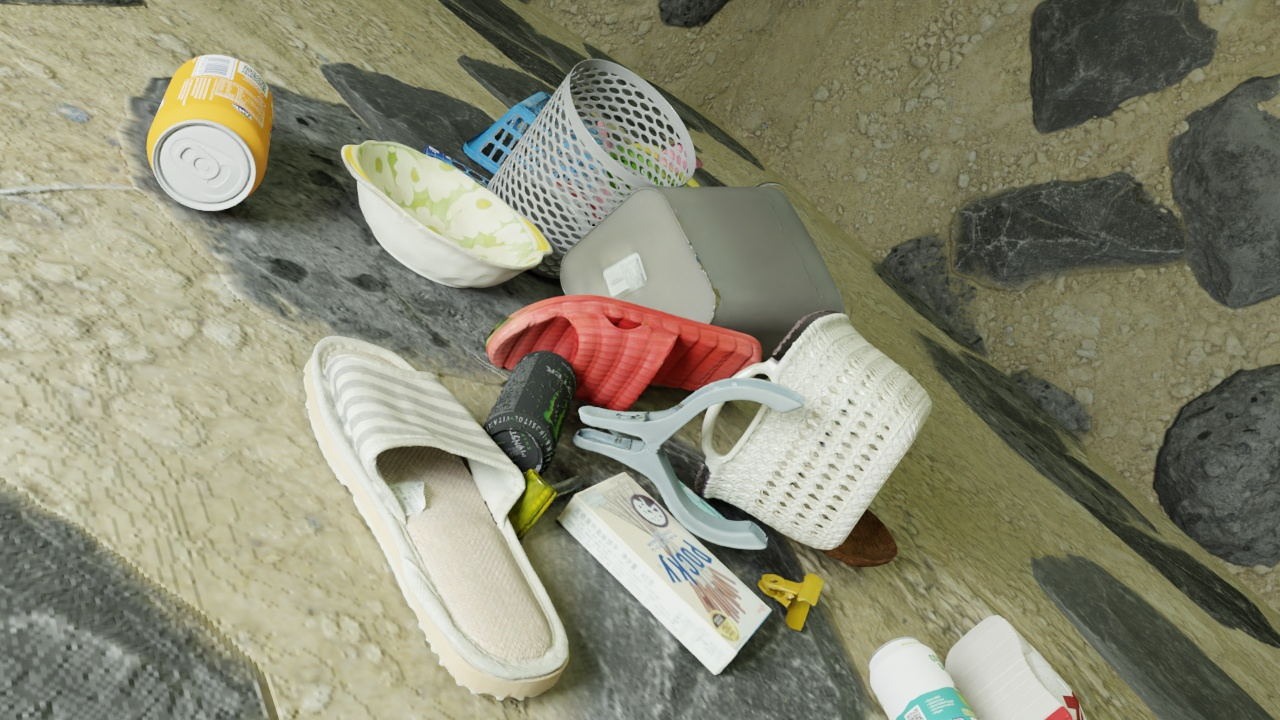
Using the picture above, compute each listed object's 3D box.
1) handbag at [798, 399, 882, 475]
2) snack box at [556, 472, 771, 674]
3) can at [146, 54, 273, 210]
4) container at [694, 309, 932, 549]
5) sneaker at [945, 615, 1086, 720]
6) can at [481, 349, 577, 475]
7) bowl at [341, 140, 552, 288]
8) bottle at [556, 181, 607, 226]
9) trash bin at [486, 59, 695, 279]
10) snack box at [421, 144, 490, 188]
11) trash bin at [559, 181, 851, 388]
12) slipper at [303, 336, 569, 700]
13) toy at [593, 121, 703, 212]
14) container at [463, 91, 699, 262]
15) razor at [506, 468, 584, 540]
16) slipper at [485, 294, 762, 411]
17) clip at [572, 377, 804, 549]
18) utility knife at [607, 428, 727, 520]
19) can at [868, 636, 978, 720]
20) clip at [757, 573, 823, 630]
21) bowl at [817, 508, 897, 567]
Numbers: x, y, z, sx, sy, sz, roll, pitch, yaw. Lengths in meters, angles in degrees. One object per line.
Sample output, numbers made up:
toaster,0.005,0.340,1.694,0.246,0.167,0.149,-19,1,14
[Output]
handbag,0.202,0.059,1.012,0.118,0.122,0.191,34,24,5
snack box,0.018,0.144,0.641,0.150,0.026,0.081,41,19,14
can,-0.324,-0.175,0.698,0.079,0.079,0.142,24,23,-31
container,0.158,0.059,0.805,0.143,0.185,0.251,33,15,16
sneaker,0.316,0.305,0.708,0.104,0.090,0.236,40,15,-8
can,-0.080,0.038,0.669,0.054,0.054,0.137,34,20,-9
bowl,-0.185,-0.123,0.847,0.219,0.060,0.188,17,29,-42
bottle,-0.052,-0.145,1.112,0.176,0.062,0.062,44,21,20
trash bin,-0.061,-0.191,0.962,0.156,0.184,0.156,24,47,-29
snack box,-0.181,-0.182,1.029,0.150,0.027,0.082,27,23,-26
trash bin,0.059,-0.071,0.931,0.219,0.198,0.197,-5,64,-52
slipper,-0.119,0.074,0.537,0.114,0.054,0.272,19,27,-52
toy,0.012,-0.202,1.090,0.190,0.087,0.238,39,-16,-24
container,-0.052,-0.250,1.304,0.362,0.089,0.256,34,20,-9
razor,-0.061,0.091,0.626,0.026,0.042,0.105,39,11,12
slipper,-0.005,0.005,0.772,0.248,0.104,0.059,7,54,-23
clip,0.040,0.092,0.671,0.030,0.173,0.164,-53,134,-71
utility knife,0.022,0.101,0.765,0.147,0.015,0.022,39,15,15
can,0.209,0.256,0.667,0.055,0.055,0.101,24,23,-31
clip,0.119,0.186,0.724,0.048,0.046,0.054,70,22,-5
bowl,0.188,0.164,0.869,0.102,0.026,0.114,15,22,-13
